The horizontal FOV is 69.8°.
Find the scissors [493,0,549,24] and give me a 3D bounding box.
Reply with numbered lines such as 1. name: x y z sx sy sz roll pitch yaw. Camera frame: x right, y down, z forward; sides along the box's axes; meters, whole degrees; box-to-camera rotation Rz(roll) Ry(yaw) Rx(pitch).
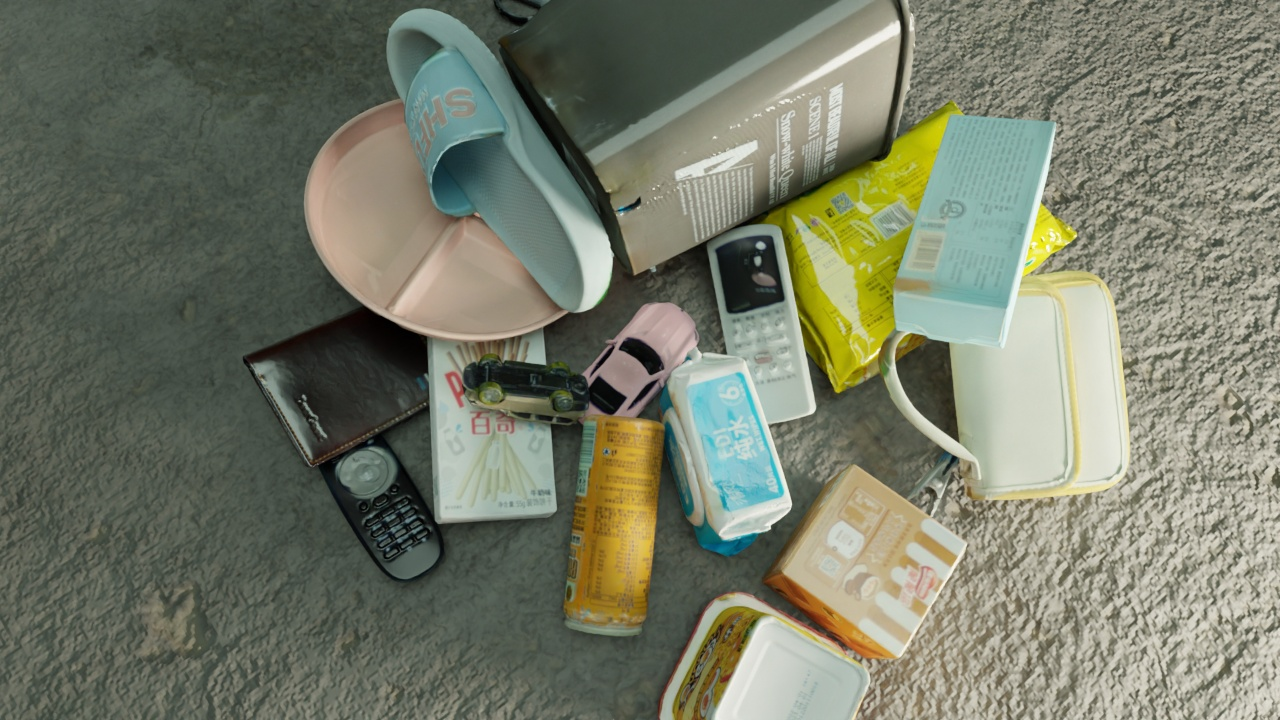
1. scissors: -0.047 -0.313 0.811 0.159 0.014 0.173 -15 75 -9

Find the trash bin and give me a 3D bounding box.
1. trash bin: 0.041 -0.193 0.648 0.219 0.199 0.198 -33 68 -5

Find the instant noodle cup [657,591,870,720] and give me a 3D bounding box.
1. instant noodle cup: 0.083 0.216 0.590 0.116 0.124 0.116 29 72 5

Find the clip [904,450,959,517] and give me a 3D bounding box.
1. clip: 0.224 0.091 0.694 0.029 0.024 0.056 38 75 4

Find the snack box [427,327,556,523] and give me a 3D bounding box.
1. snack box: -0.111 0.039 0.675 0.084 0.027 0.156 0 72 -20

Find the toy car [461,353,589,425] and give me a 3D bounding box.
1. toy car: -0.082 0.022 0.651 0.090 0.035 0.042 9 32 -15

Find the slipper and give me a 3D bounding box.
1. slipper: -0.111 -0.132 0.649 0.074 0.104 0.245 -32 82 -32

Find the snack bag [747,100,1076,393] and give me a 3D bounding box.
1. snack bag: 0.206 -0.098 0.731 0.246 0.068 0.158 -32 77 -12

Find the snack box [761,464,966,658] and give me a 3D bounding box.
1. snack box: 0.154 0.143 0.643 0.094 0.077 0.092 35 73 8

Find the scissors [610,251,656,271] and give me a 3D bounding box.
1. scissors: 0.004 -0.125 0.738 0.105 0.017 0.136 -2 62 -24

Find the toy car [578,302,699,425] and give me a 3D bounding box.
1. toy car: -0.004 0.004 0.699 0.056 0.037 0.122 38 72 7

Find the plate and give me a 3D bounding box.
1. plate: -0.136 -0.110 0.704 0.229 0.028 0.229 8 60 -14

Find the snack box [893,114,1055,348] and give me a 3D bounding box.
1. snack box: 0.236 -0.095 0.647 0.074 0.052 0.174 13 62 24

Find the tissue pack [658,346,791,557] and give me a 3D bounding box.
1. tissue pack: 0.054 0.066 0.654 0.063 0.090 0.140 -14 74 -9

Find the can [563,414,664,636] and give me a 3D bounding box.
1. can: -0.018 0.112 0.638 0.058 0.058 0.146 6 83 -2

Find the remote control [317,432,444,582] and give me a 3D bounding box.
1. remote control: -0.189 0.098 0.660 0.053 0.024 0.136 -30 73 -18

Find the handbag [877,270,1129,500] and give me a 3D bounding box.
1. handbag: 0.261 0.021 0.665 0.178 0.063 0.163 -6 90 -14

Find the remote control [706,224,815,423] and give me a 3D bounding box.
1. remote control: 0.090 -0.027 0.693 0.058 0.021 0.150 -12 88 24

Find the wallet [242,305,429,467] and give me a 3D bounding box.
1. wallet: -0.211 0.012 0.674 0.122 0.020 0.096 -29 78 -28
